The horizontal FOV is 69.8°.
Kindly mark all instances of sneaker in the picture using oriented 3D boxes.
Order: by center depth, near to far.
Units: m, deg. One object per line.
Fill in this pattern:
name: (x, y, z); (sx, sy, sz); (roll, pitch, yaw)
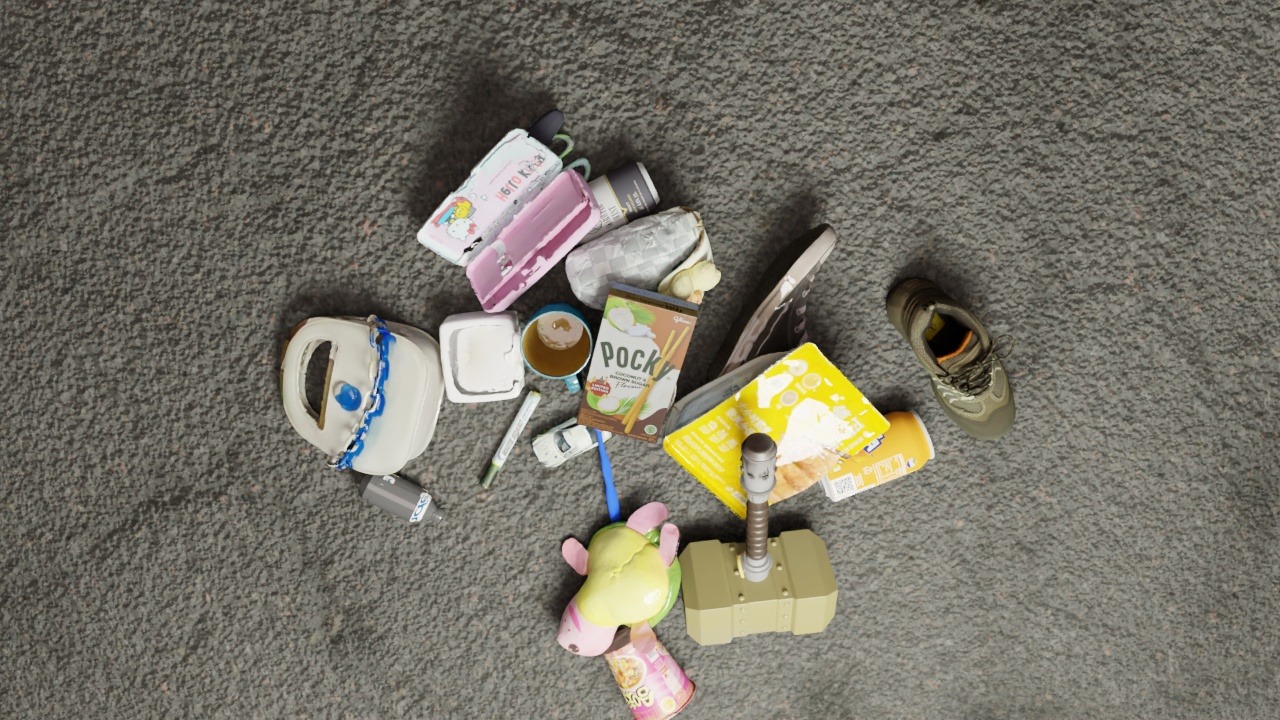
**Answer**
sneaker: (0.402, 0.004, 1.113); (0.101, 0.143, 0.238); (-37, 102, 6)
sneaker: (0.193, -0.049, 1.122); (0.120, 0.095, 0.235); (27, 98, -10)

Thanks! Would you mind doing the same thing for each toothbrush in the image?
toothbrush: (-0.040, 0.147, 1.178); (0.016, 0.018, 0.183); (-29, 122, -37)

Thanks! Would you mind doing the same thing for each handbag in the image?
handbag: (0.005, -0.100, 1.087); (0.171, 0.112, 0.123); (-20, 77, 5)
handbag: (-0.352, 0.035, 1.127); (0.199, 0.093, 0.201); (14, 102, 2)

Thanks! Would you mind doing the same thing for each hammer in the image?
hammer: (0.140, 0.204, 1.093); (0.190, 0.100, 0.325); (-6, 134, -1)

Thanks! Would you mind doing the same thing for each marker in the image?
marker: (-0.168, 0.101, 1.181); (0.017, 0.017, 0.146); (28, 100, -8)

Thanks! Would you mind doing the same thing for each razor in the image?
razor: (-0.144, -0.242, 1.083); (0.052, 0.047, 0.143); (41, 97, -15)

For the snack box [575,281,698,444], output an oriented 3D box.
snack box: (-0.006, 0.006, 1.072); (0.101, 0.031, 0.186); (15, 124, -3)

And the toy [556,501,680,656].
toy: (-0.025, 0.290, 1.182); (0.190, 0.087, 0.238); (41, 106, 28)

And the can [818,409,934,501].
can: (0.292, 0.120, 1.168); (0.142, 0.079, 0.079); (-22, 103, 3)

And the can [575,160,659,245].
can: (-0.045, -0.185, 1.095); (0.127, 0.064, 0.064); (-26, 102, 4)

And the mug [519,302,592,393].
mug: (-0.095, -0.016, 1.112); (0.084, 0.104, 0.112); (-19, 105, 2)

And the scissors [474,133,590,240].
scissors: (-0.146, -0.209, 1.114); (0.175, 0.032, 0.078); (-31, 97, 4)

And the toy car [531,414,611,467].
toy car: (-0.088, 0.101, 1.176); (0.105, 0.033, 0.048); (-26, 104, 5)

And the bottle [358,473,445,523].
bottle: (-0.305, 0.177, 1.178); (0.112, 0.047, 0.047); (27, 100, -8)

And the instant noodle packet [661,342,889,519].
instant noodle packet: (0.162, 0.077, 1.098); (0.222, 0.084, 0.163); (-33, 115, 31)

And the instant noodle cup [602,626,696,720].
instant noodle cup: (0.006, 0.414, 1.225); (0.098, 0.097, 0.108); (-30, 94, 5)

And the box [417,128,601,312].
box: (-0.150, -0.161, 1.070); (0.202, 0.073, 0.150); (-38, 96, 29)

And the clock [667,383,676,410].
clock: (0.004, 0.007, 1.144); (0.103, 0.061, 0.157); (32, 107, -8)

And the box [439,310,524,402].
box: (-0.192, -0.002, 1.128); (0.102, 0.076, 0.107); (-4, 105, 0)
